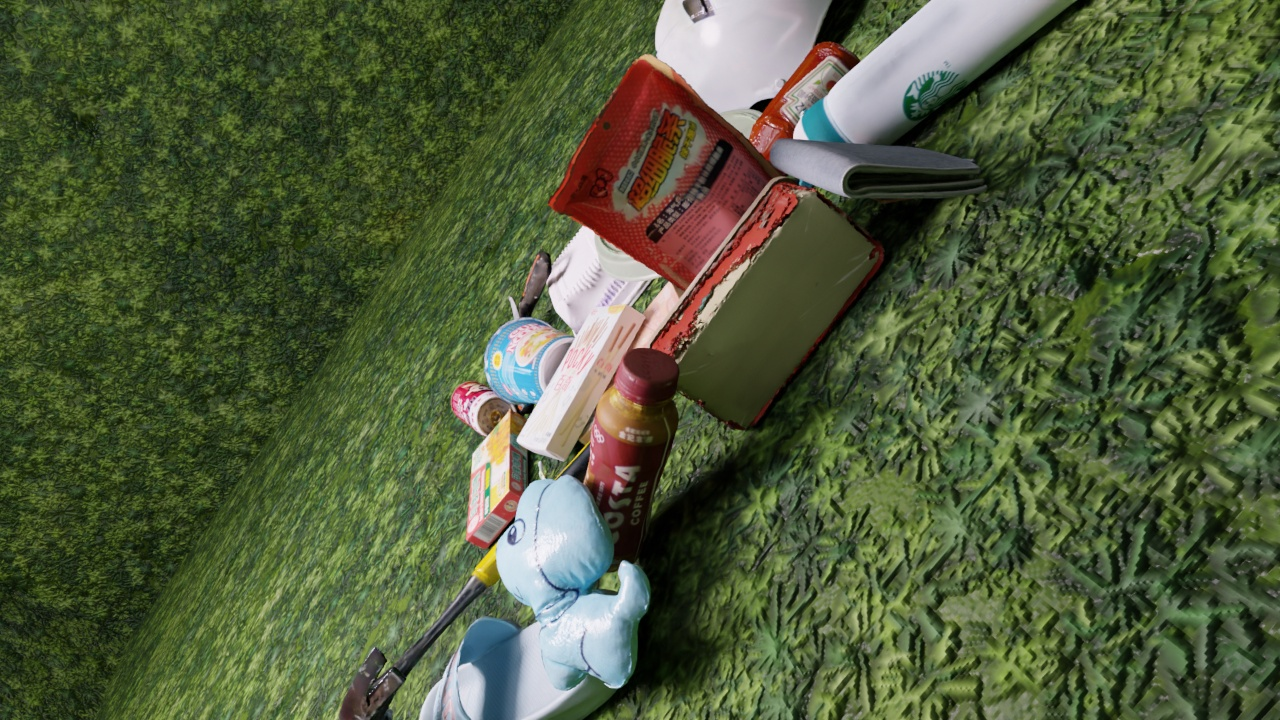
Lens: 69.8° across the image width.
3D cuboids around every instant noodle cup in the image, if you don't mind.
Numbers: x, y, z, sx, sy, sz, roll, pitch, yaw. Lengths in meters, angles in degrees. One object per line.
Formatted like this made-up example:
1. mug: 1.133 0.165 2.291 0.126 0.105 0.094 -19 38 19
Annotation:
1. instant noodle cup: -0.097 0.007 0.964 0.110 0.099 0.099 9 67 57
2. instant noodle cup: -0.052 -0.099 1.046 0.138 0.060 0.173 -51 25 12

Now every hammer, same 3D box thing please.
1. hammer: -0.110 0.159 0.727 0.322 0.032 0.126 -47 -10 -24

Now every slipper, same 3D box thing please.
1. slipper: -0.099 0.236 0.677 0.246 0.074 0.103 -39 29 32

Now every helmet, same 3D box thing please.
1. helmet: 0.101 -0.377 0.998 0.228 0.146 0.259 -60 23 -10

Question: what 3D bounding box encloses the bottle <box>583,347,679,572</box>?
1. bottle: -0.010 0.072 0.648 0.057 0.057 0.175 -92 13 -54

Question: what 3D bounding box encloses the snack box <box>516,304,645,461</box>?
1. snack box: -0.058 0.019 0.872 0.156 0.027 0.085 -62 22 -12

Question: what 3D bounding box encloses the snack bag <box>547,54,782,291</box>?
1. snack bag: 0.045 -0.115 0.687 0.129 0.207 0.073 -55 28 7

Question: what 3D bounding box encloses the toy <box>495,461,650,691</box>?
1. toy: -0.051 0.141 0.617 0.162 0.049 0.156 -23 59 43

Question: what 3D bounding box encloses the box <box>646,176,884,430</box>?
1. box: 0.087 -0.039 0.651 0.168 0.091 0.077 -53 20 8

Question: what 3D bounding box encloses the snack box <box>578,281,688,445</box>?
1. snack box: -0.005 0.005 0.856 0.157 0.026 0.084 -49 24 15

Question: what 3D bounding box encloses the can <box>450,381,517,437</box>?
1. can: -0.191 0.059 1.117 0.053 0.053 0.133 -59 23 -7

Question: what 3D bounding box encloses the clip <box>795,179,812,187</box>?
1. clip: 0.133 -0.137 0.788 0.046 0.014 0.056 -25 37 48

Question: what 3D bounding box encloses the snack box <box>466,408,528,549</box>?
1. snack box: -0.152 0.124 0.988 0.077 0.027 0.155 -50 24 18

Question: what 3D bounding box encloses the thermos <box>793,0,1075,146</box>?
1. thermos: 0.210 -0.217 0.679 0.225 0.073 0.073 -37 29 38

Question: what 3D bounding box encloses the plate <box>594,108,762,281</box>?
1. plate: 0.044 -0.172 0.920 0.231 0.027 0.229 -29 35 22

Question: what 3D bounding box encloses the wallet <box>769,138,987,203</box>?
1. wallet: 0.159 -0.127 0.627 0.129 0.106 0.037 -123 35 -67

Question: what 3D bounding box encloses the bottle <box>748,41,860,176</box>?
1. bottle: 0.118 -0.185 0.805 0.206 0.060 0.060 -52 23 -4

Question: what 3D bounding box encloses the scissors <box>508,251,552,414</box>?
1. scissors: -0.143 -0.035 1.107 0.230 0.021 0.221 -111 34 -53
